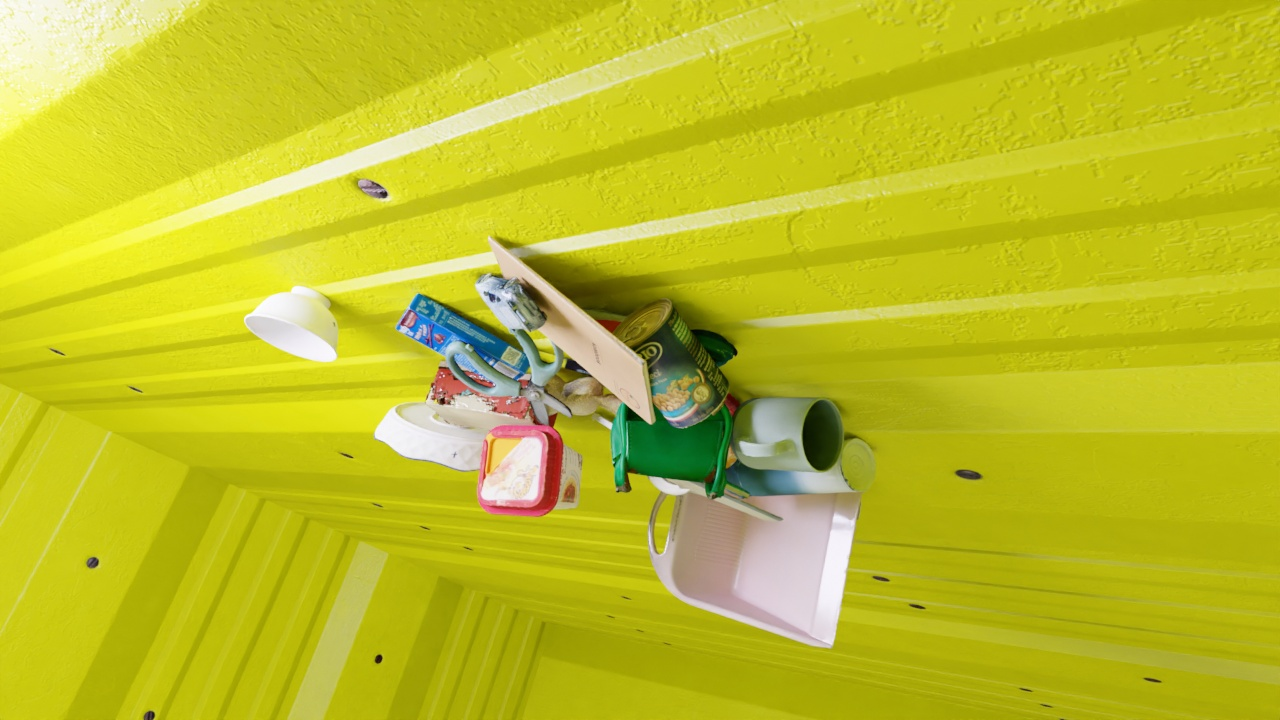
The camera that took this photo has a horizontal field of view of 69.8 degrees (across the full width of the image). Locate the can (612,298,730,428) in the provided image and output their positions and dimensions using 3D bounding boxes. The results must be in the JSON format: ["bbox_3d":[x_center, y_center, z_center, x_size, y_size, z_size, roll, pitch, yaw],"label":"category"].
[{"bbox_3d":[0.030,0.004,0.911,0.075,0.075,0.111,-11,124,48],"label":"can"}]

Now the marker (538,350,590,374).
[{"bbox_3d":[-0.079,0.008,1.114,0.124,0.015,0.018,15,161,6],"label":"marker"}]

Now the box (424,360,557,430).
[{"bbox_3d":[-0.200,0.062,1.239,0.168,0.079,0.091,8,156,20],"label":"box"}]

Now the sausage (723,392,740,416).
[{"bbox_3d":[0.115,0.059,1.090,0.020,0.020,0.156,-2,150,38],"label":"sausage"}]

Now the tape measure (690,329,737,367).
[{"bbox_3d":[0.067,-0.010,0.960,0.054,0.025,0.058,24,155,-18],"label":"tape measure"}]

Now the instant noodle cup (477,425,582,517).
[{"bbox_3d":[-0.139,0.150,1.209,0.117,0.116,0.124,-1,165,22],"label":"instant noodle cup"}]

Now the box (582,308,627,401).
[{"bbox_3d":[-0.004,0.003,1.029,0.087,0.048,0.201,4,154,23],"label":"box"}]

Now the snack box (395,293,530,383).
[{"bbox_3d":[-0.214,-0.021,1.113,0.157,0.026,0.085,31,154,-15],"label":"snack box"}]

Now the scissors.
[{"bbox_3d":[-0.157,0.016,1.081,0.178,0.019,0.174,-1,130,11],"label":"scissors"}]

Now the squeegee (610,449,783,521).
[{"bbox_3d":[0.026,0.149,1.215,0.246,0.039,0.247,26,178,-21],"label":"squeegee"}]

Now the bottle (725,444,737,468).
[{"bbox_3d":[0.091,0.093,1.125,0.063,0.063,0.108,12,157,13],"label":"bottle"}]

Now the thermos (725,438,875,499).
[{"bbox_3d":[0.189,0.138,1.158,0.070,0.070,0.221,32,153,-31],"label":"thermos"}]

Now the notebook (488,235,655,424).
[{"bbox_3d":[-0.067,-0.027,0.917,0.207,0.008,0.148,39,163,20],"label":"notebook"}]

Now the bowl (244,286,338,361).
[{"bbox_3d":[-0.427,-0.054,1.156,0.118,0.064,0.118,14,157,6],"label":"bowl"}]

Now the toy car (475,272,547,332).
[{"bbox_3d":[-0.136,-0.058,0.936,0.054,0.036,0.121,53,165,-26],"label":"toy car"}]

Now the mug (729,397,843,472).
[{"bbox_3d":[0.150,0.085,1.016,0.107,0.082,0.111,-1,-169,43],"label":"mug"}]

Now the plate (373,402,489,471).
[{"bbox_3d":[-0.277,0.107,1.334,0.205,0.045,0.204,15,-172,-2],"label":"plate"}]

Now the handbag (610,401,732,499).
[{"bbox_3d":[0.032,0.094,1.012,0.131,0.120,0.068,8,146,-4],"label":"handbag"}]

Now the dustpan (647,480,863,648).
[{"bbox_3d":[0.142,0.249,1.245,0.138,0.222,0.274,18,168,-34],"label":"dustpan"}]

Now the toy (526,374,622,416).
[{"bbox_3d":[-0.066,0.053,1.142,0.157,0.066,0.105,17,174,-7],"label":"toy"}]

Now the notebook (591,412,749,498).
[{"bbox_3d":[0.034,0.123,1.202,0.150,0.012,0.209,27,178,-25],"label":"notebook"}]
